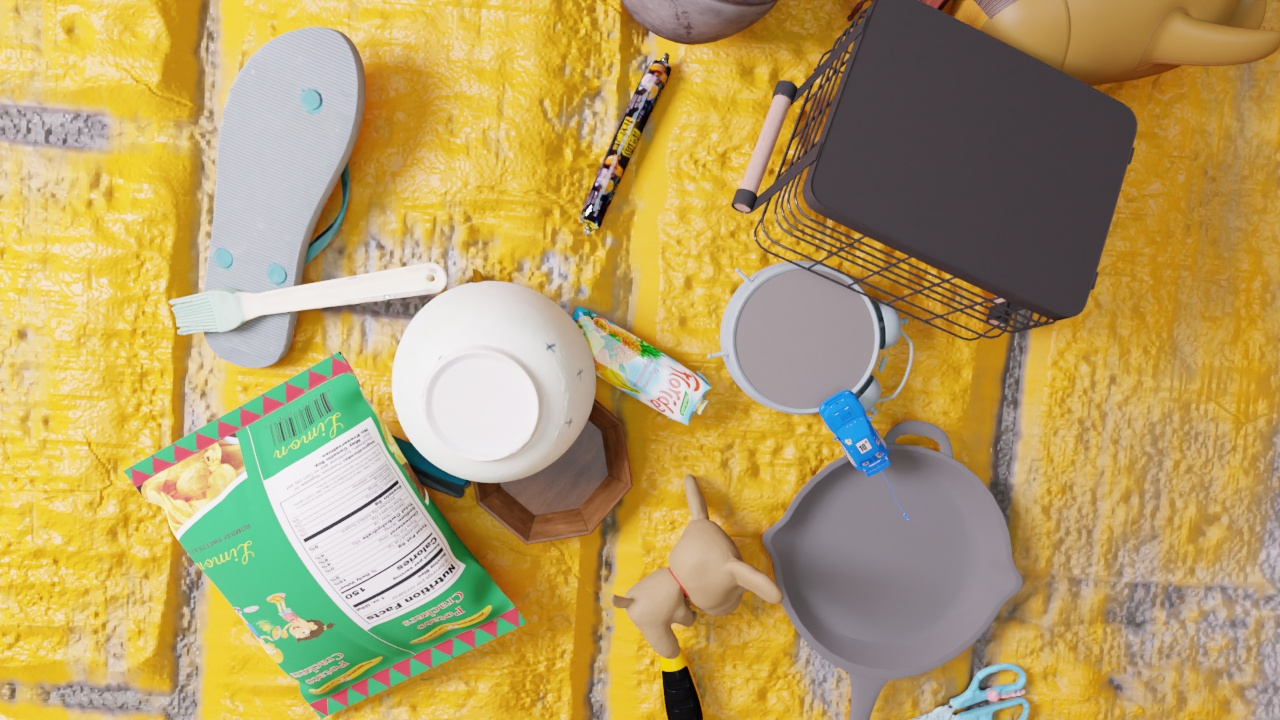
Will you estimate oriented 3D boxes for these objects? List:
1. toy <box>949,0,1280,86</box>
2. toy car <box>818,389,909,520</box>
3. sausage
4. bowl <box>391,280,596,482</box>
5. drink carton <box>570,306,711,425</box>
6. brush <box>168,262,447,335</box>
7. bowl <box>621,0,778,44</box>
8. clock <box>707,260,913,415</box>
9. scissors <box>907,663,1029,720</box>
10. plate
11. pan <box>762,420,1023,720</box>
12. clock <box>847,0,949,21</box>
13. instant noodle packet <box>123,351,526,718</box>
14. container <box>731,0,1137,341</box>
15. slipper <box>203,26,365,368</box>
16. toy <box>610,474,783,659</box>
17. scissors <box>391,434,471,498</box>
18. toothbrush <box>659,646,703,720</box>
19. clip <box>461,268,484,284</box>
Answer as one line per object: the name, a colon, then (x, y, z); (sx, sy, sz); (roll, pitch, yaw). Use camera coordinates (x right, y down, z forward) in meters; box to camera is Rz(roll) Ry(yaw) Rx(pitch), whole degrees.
toy: (0.328, -0.259, 0.670); (0.203, 0.163, 0.198); (-19, 57, -5)
toy car: (0.175, 0.073, 0.699); (0.033, 0.061, 0.092); (-33, 119, 9)
sausage: (-0.013, -0.171, 0.723); (0.020, 0.020, 0.155); (25, 93, -4)
bowl: (-0.110, 0.023, 0.668); (0.153, 0.072, 0.153); (0, 104, -1)
drink carton: (-0.004, 0.004, 0.727); (0.129, 0.038, 0.044); (31, 92, -4)
brush: (-0.250, -0.048, 0.691); (0.218, 0.012, 0.033); (-8, 105, 7)
bowl: (0.033, -0.286, 0.676); (0.145, 0.067, 0.144); (13, 52, -17)
clock: (0.139, -0.014, 0.729); (0.159, 0.045, 0.122); (17, 94, -2)
scissors: (0.264, 0.301, 0.778); (0.139, 0.015, 0.063); (-19, 99, 5)
plate: (-0.072, 0.081, 0.736); (0.131, 0.025, 0.131); (0, 94, -2)
pan: (0.194, 0.224, 0.759); (0.216, 0.024, 0.354); (11, 93, -3)
clock: (0.222, -0.317, 0.675); (0.072, 0.120, 0.158); (39, 100, 3)
instant noodle packet: (-0.235, 0.142, 0.693); (0.196, 0.090, 0.253); (-27, 106, 10)
container: (0.209, -0.127, 0.662); (0.241, 0.130, 0.162); (23, 79, -8)
slipper: (-0.279, -0.125, 0.707); (0.098, 0.054, 0.269); (22, 104, -1)
toy: (0.038, 0.173, 0.718); (0.108, 0.134, 0.106); (-39, 137, 0)
scissors: (-0.196, 0.066, 0.718); (0.138, 0.129, 0.019); (3, 51, 29)
toothbrush: (0.044, 0.326, 0.760); (0.031, 0.031, 0.197); (-12, 99, 2)
clip: (-0.130, -0.040, 0.720); (0.039, 0.053, 0.047); (-26, 124, 0)
